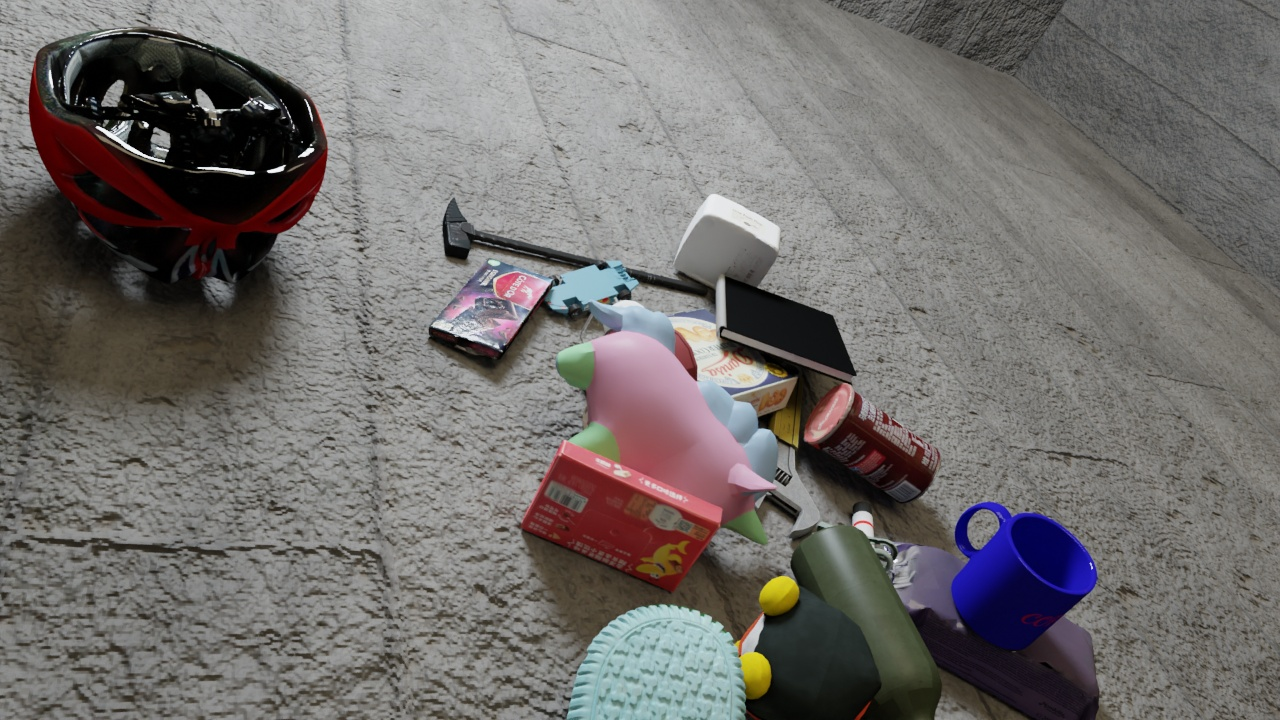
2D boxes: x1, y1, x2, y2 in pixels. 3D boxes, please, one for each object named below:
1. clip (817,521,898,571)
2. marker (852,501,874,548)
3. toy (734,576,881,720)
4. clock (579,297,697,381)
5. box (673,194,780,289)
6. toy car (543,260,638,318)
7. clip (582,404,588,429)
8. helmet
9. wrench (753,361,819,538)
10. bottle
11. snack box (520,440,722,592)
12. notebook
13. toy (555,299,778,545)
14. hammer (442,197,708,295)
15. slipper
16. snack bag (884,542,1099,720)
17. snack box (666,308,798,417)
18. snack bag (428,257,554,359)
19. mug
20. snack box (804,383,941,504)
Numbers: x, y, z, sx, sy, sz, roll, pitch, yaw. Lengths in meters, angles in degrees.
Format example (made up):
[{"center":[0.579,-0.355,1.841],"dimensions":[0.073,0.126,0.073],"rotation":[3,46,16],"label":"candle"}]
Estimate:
[{"center":[0.191,0.168,0.824],"dimensions":[0.076,0.023,0.047],"rotation":[11,29,27],"label":"clip"},{"center":[0.205,0.184,0.840],"dimensions":[0.019,0.019,0.145],"rotation":[25,34,-5],"label":"marker"},{"center":[0.113,0.224,0.654],"dimensions":[0.100,0.119,0.097],"rotation":[22,56,8],"label":"toy"},{"center":[-0.005,0.005,0.857],"dimensions":[0.137,0.096,0.048],"rotation":[44,30,21],"label":"clock"},{"center":[0.113,-0.159,1.149],"dimensions":[0.110,0.103,0.130],"rotation":[27,42,-6],"label":"box"},{"center":[-0.058,-0.072,0.984],"dimensions":[0.107,0.028,0.060],"rotation":[-20,54,-27],"label":"toy car"},{"center":[-0.034,0.063,0.826],"dimensions":[0.047,0.025,0.062],"rotation":[28,39,-2],"label":"clip"},{"center":[-0.385,-0.183,0.772],"dimensions":[0.217,0.167,0.272],"rotation":[-2,44,-37],"label":"helmet"},{"center":[0.149,0.079,0.940],"dimensions":[0.083,0.018,0.272],"rotation":[26,34,-3],"label":"wrench"},{"center":[0.187,0.230,0.721],"dimensions":[0.071,0.072,0.206],"rotation":[8,39,-27],"label":"bottle"},{"center":[-0.016,0.121,0.703],"dimensions":[0.133,0.089,0.021],"rotation":[24,35,-6],"label":"snack box"},{"center":[0.155,-0.040,1.021],"dimensions":[0.149,0.016,0.206],"rotation":[20,21,-3],"label":"notebook"},{"center":[0.023,0.049,0.761],"dimensions":[0.171,0.120,0.222],"rotation":[-8,80,2],"label":"toy"},{"center":[-0.067,-0.118,1.050],"dimensions":[0.324,0.015,0.095],"rotation":[11,37,-25],"label":"hammer"},{"center":[-0.002,0.275,0.536],"dimensions":[0.116,0.070,0.275],"rotation":[19,50,-12],"label":"slipper"},{"center":[0.308,0.237,0.809],"dimensions":[0.205,0.059,0.096],"rotation":[29,35,0],"label":"snack bag"},{"center":[0.063,0.007,0.935],"dimensions":[0.144,0.043,0.145],"rotation":[-14,42,-46],"label":"snack box"},{"center":[-0.143,-0.053,0.899],"dimensions":[0.074,0.018,0.154],"rotation":[19,34,4],"label":"snack bag"},{"center":[0.309,0.172,0.770],"dimensions":[0.079,0.084,0.111],"rotation":[-8,49,-34],"label":"mug"},{"center":[0.235,0.085,0.929],"dimensions":[0.121,0.072,0.072],"rotation":[34,33,-11],"label":"snack box"}]
